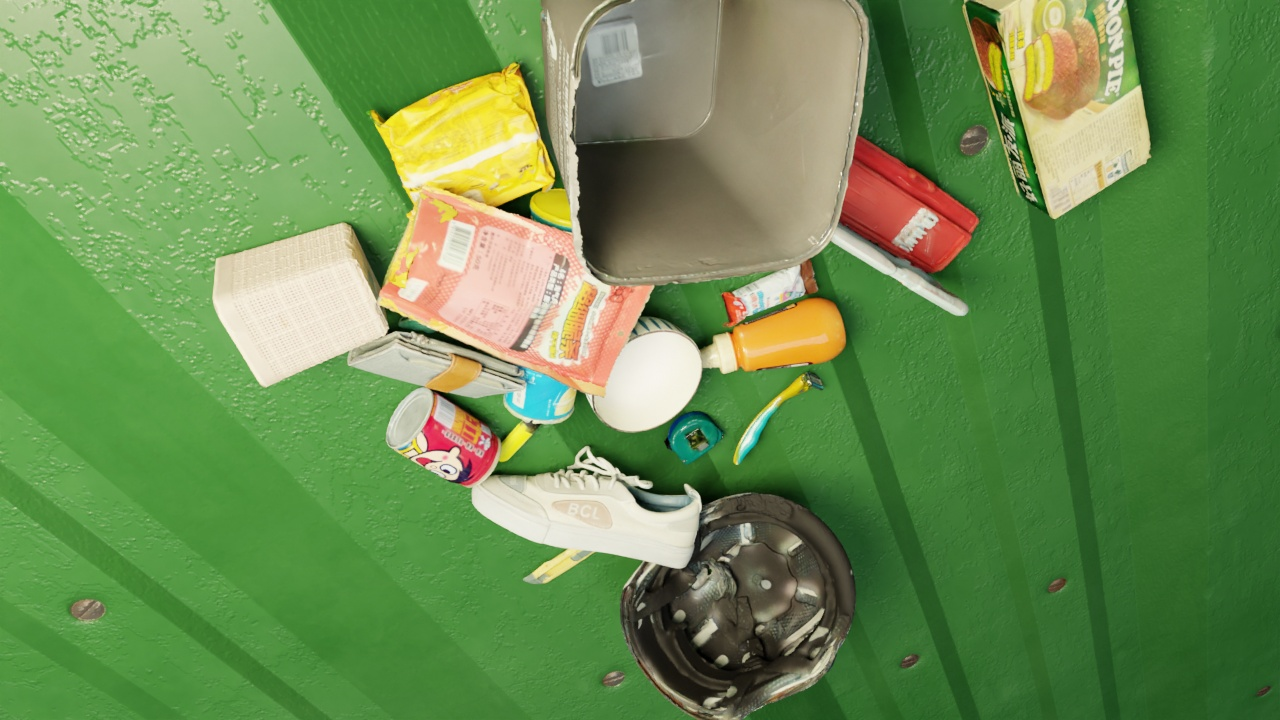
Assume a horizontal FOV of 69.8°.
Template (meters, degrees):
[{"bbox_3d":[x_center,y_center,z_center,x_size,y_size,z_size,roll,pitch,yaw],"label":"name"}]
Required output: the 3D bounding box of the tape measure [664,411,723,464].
[{"bbox_3d":[0.057,0.084,1.000,0.058,0.025,0.054,-37,128,7],"label":"tape measure"}]

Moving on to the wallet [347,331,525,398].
[{"bbox_3d":[-0.180,0.010,0.817,0.129,0.107,0.037,18,74,-36],"label":"wallet"}]

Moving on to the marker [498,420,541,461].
[{"bbox_3d":[-0.105,0.056,0.934,0.018,0.015,0.124,35,104,-35],"label":"marker"}]

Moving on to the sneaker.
[{"bbox_3d":[-0.051,0.143,0.953,0.242,0.089,0.091,15,99,-10],"label":"sneaker"}]

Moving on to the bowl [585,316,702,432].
[{"bbox_3d":[-0.005,0.005,0.894,0.116,0.066,0.117,-14,128,-20],"label":"bowl"}]

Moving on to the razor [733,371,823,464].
[{"bbox_3d":[0.146,0.064,1.014,0.133,0.028,0.043,-49,156,14],"label":"razor"}]

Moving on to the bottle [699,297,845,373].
[{"bbox_3d":[0.130,-0.018,0.934,0.149,0.066,0.067,-14,127,0],"label":"bottle"}]

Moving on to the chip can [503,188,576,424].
[{"bbox_3d":[-0.078,-0.045,0.836,0.071,0.071,0.211,0,124,-19],"label":"chip can"}]

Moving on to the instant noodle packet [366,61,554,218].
[{"bbox_3d":[-0.143,-0.170,0.744,0.128,0.044,0.111,-21,123,-6],"label":"instant noodle packet"}]

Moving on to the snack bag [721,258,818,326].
[{"bbox_3d":[0.126,-0.067,0.918,0.105,0.026,0.045,-24,125,-5],"label":"snack bag"}]

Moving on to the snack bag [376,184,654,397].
[{"bbox_3d":[-0.098,-0.057,0.751,0.207,0.073,0.129,19,107,-19],"label":"snack bag"}]

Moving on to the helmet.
[{"bbox_3d":[0.119,0.271,1.056,0.274,0.230,0.156,-46,168,10],"label":"helmet"}]

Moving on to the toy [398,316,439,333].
[{"bbox_3d":[-0.163,-0.064,0.821,0.096,0.030,0.092,0,126,-26],"label":"toy"}]

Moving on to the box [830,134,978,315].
[{"bbox_3d":[0.251,-0.128,0.873,0.201,0.100,0.094,22,115,-31],"label":"box"}]

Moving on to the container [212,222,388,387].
[{"bbox_3d":[-0.276,-0.050,0.756,0.111,0.090,0.090,-21,128,-7],"label":"container"}]

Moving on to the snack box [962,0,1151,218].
[{"bbox_3d":[0.391,-0.257,0.852,0.114,0.063,0.240,-33,127,5],"label":"snack box"}]

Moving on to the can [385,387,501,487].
[{"bbox_3d":[-0.188,0.076,0.885,0.066,0.066,0.093,-43,126,12],"label":"can"}]

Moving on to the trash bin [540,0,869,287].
[{"bbox_3d":[0.021,-0.194,0.672,0.198,0.219,0.199,-8,126,-15],"label":"trash bin"}]

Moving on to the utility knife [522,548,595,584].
[{"bbox_3d":[-0.056,0.208,1.058,0.183,0.019,0.031,-38,133,4],"label":"utility knife"}]
